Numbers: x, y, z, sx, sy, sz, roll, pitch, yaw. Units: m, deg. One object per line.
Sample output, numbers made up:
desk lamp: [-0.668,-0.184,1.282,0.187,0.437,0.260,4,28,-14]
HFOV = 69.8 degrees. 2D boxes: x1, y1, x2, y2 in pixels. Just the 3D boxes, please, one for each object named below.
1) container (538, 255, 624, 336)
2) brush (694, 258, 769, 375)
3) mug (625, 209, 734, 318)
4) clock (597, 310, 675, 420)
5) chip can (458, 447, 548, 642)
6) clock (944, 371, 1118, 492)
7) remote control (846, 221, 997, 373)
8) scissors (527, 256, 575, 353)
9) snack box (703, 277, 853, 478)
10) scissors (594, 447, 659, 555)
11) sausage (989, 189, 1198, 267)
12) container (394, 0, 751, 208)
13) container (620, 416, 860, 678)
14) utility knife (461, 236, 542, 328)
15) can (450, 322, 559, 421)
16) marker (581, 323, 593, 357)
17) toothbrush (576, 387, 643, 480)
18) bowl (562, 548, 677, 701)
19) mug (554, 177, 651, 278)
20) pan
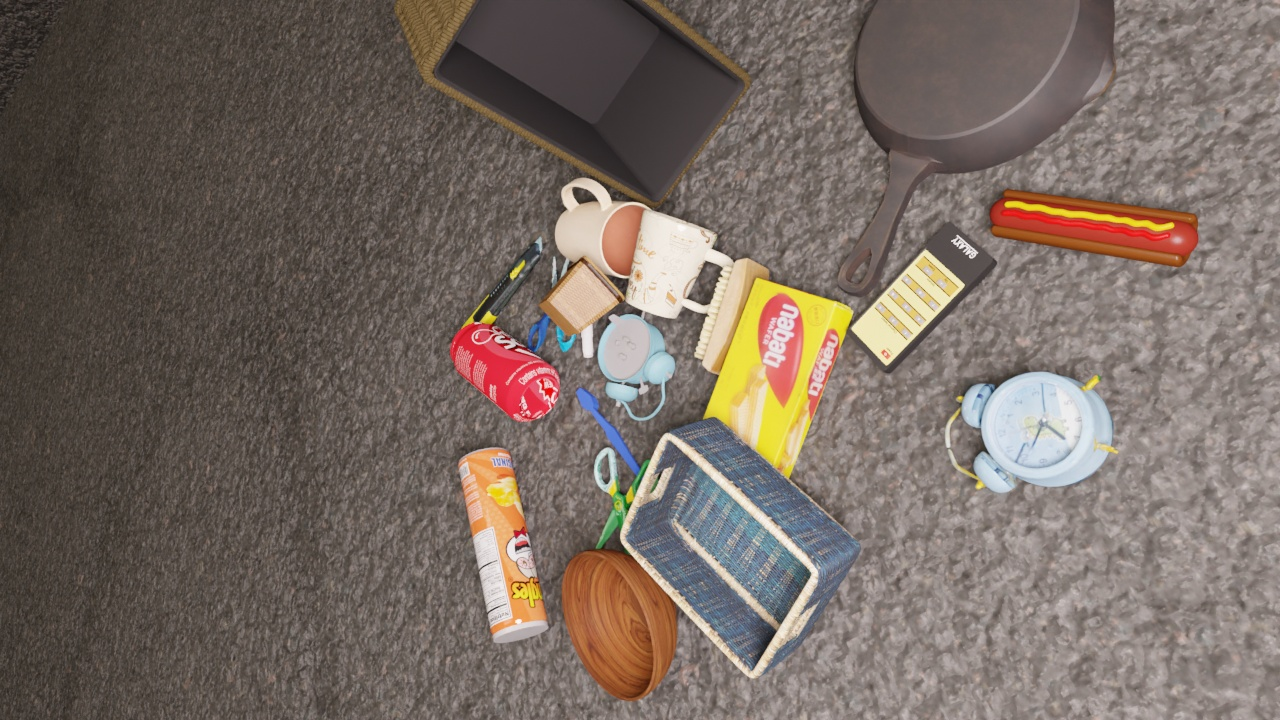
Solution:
container: [-0.068,-0.066,0.993,0.061,0.063,0.114,-45,9,-9]
brush: [0.090,-0.043,0.911,0.039,0.049,0.117,21,94,38]
mug: [0.045,-0.092,0.958,0.122,0.081,0.097,22,102,13]
clock: [-0.006,0.006,0.982,0.088,0.042,0.123,-31,60,30]
chip can: [-0.158,0.207,1.045,0.062,0.062,0.210,-32,62,29]
clock: [0.301,0.056,0.717,0.125,0.051,0.088,-17,71,35]
remote control: [0.246,-0.055,0.812,0.134,0.013,0.058,-50,54,19]
scissors: [-0.112,-0.069,1.105,0.086,0.015,0.134,-18,68,36]
snack box: [0.122,0.029,0.874,0.092,0.042,0.201,24,95,38]
scissors: [-0.026,0.150,0.979,0.119,0.012,0.129,43,113,36]
sausage: [0.352,-0.106,0.722,0.156,0.040,0.040,19,92,40]
container: [-0.081,-0.334,0.954,0.177,0.320,0.205,-51,47,17]
container: [0.083,0.162,0.818,0.187,0.071,0.146,42,127,29]
utility knife: [-0.172,-0.087,1.155,0.171,0.020,0.028,-49,56,18]
can: [-0.161,0.012,1.084,0.142,0.074,0.074,34,101,39]
marker: [-0.065,-0.068,1.065,0.014,0.014,0.132,-17,69,35]
toothbrush: [-0.018,0.097,0.995,0.017,0.011,0.186,-50,57,19]
bowl: [-0.008,0.249,0.901,0.147,0.068,0.147,19,115,48]
mug: [-0.047,-0.150,1.013,0.085,0.111,0.104,-41,33,-25]
pan: [0.261,-0.224,0.819,0.249,0.043,0.356,31,100,39]
